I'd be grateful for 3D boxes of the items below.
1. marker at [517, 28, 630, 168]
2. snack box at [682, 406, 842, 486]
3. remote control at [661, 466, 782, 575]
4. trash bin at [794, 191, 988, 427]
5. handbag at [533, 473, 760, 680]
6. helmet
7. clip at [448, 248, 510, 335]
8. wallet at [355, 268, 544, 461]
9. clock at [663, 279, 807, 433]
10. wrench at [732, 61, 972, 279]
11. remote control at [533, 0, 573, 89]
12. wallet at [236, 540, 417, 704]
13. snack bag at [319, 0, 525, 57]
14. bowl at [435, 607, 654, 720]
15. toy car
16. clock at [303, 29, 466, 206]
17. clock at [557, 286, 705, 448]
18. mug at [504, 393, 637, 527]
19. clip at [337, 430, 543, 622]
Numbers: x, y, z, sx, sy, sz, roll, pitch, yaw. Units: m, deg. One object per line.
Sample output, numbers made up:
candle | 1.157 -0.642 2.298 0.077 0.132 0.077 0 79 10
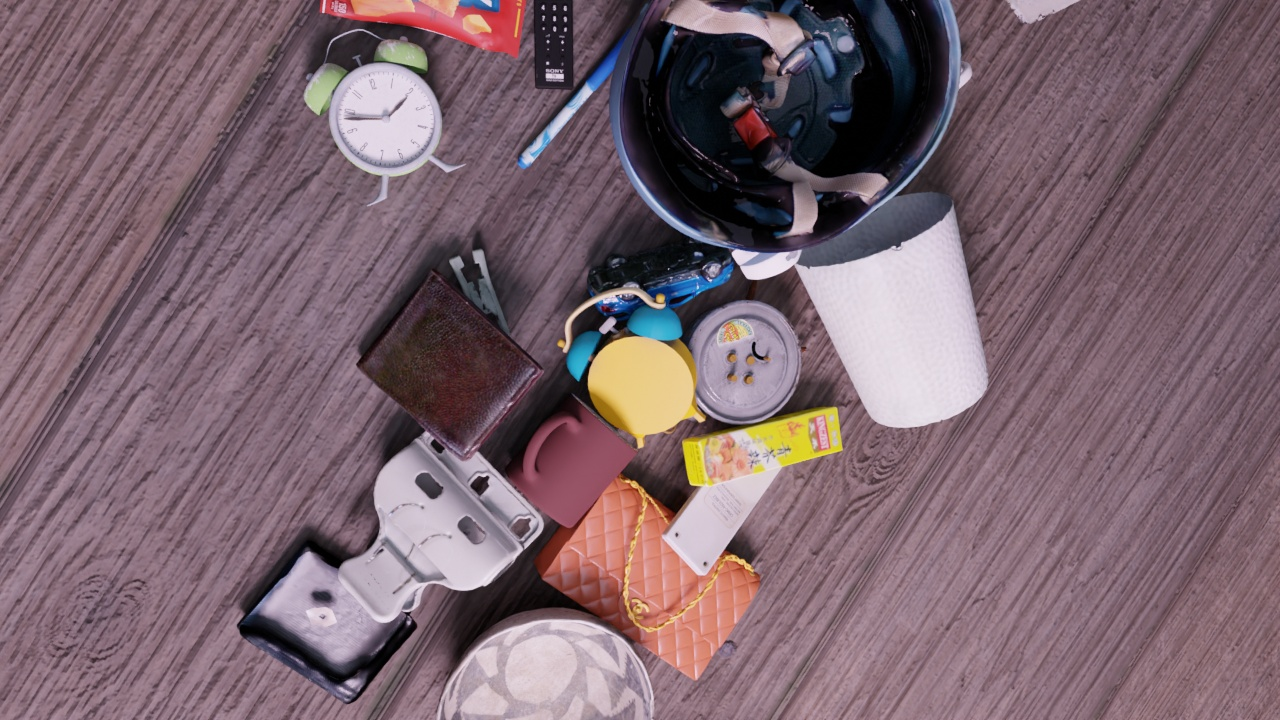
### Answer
marker | -0.050 -0.208 0.730 0.013 0.013 0.142 41 88 -17
snack box | 0.107 0.072 0.786 0.147 0.029 0.040 -10 92 -28
remote control | 0.074 0.116 0.788 0.050 0.011 0.135 48 61 -12
trash bin | 0.217 -0.039 0.769 0.133 0.133 0.161 -28 110 -8
handbag | 0.012 0.184 0.791 0.172 0.060 0.109 38 85 -17
helmet | 0.097 -0.204 0.685 0.265 0.167 0.225 -28 107 -6
clip | -0.128 -0.050 0.733 0.045 0.023 0.076 -20 102 -8
wallet | -0.148 0.004 0.711 0.120 0.031 0.099 41 97 9
clock | 0.071 0.009 0.775 0.147 0.056 0.104 -40 106 -7
wrench | 0.182 -0.164 0.774 0.273 0.066 0.018 -43 122 -8
remote control | -0.068 -0.284 0.714 0.030 0.009 0.140 -2 100 -14
wallet | -0.252 0.211 0.745 0.115 0.026 0.089 41 88 -17
snack bag | -0.152 -0.304 0.674 0.144 0.039 0.131 8 97 -15
bowl | -0.082 0.278 0.769 0.178 0.081 0.178 -3 104 -13
toy car | 0.017 -0.068 0.751 0.120 0.056 0.044 -18 128 -5
clock | -0.193 -0.185 0.683 0.094 0.042 0.119 -24 105 -10
clock | -0.004 0.004 0.729 0.099 0.043 0.129 -24 106 19
mug | -0.062 0.076 0.732 0.073 0.105 0.082 40 87 28
clip | -0.165 0.135 0.720 0.144 0.075 0.124 -45 78 -1
